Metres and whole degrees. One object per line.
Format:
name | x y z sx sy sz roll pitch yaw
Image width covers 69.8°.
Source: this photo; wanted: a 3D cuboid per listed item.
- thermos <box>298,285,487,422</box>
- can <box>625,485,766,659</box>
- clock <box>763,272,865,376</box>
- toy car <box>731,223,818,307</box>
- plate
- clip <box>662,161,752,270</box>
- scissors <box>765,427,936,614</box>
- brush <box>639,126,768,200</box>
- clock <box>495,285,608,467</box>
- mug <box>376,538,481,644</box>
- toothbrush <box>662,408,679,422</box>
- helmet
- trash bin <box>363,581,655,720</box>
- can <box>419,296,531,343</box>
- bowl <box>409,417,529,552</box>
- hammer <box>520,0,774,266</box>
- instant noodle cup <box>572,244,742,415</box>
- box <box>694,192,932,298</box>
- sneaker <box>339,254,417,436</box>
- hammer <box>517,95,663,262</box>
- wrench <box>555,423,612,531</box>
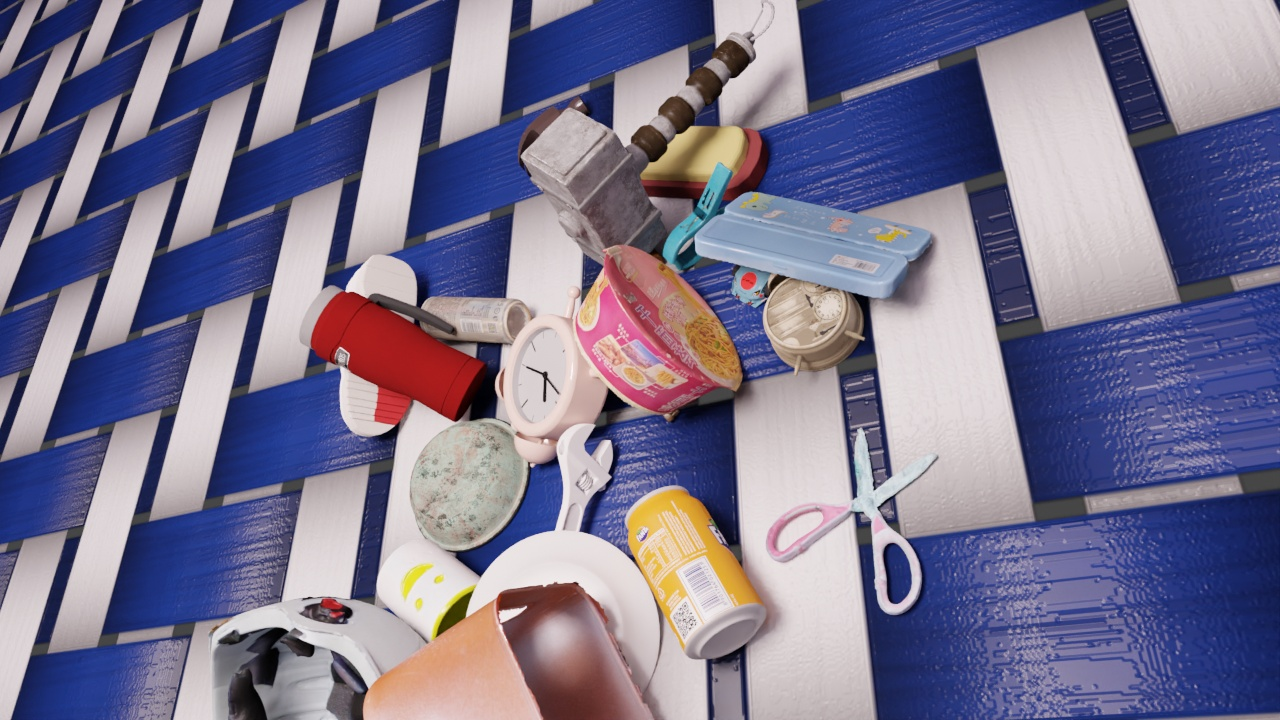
thermos | -0.277 -0.017 1.055 0.198 0.084 0.107 27 59 1
can | 0.046 0.187 0.814 0.079 0.079 0.142 -38 52 7
clock | 0.157 -0.057 0.893 0.093 0.054 0.140 -29 59 14
toy car | 0.135 -0.109 0.955 0.060 0.027 0.107 37 86 38
plate | -0.077 0.252 0.849 0.189 0.016 0.188 -3 75 11
clip | 0.078 -0.147 1.004 0.120 0.104 0.027 -46 47 9
scissors | 0.196 0.144 0.794 0.170 0.014 0.173 -35 51 5
brush | 0.060 -0.232 1.057 0.174 0.042 0.082 10 70 34
clock | -0.084 0.022 0.982 0.161 0.086 0.131 -46 49 24
mug | -0.205 0.240 0.931 0.106 0.082 0.082 25 79 38
toothbrush | -0.006 0.006 0.983 0.016 0.016 0.167 -42 52 5
helmet | -0.274 0.332 0.863 0.265 0.163 0.236 -5 91 31
trash bin | -0.082 0.326 0.721 0.157 0.181 0.259 -34 70 13
can | -0.198 -0.049 1.101 0.136 0.054 0.054 3 66 32
bowl | -0.199 0.130 1.014 0.158 0.038 0.157 -14 59 24
hammer | 0.032 -0.255 0.979 0.326 0.177 0.079 -47 56 -9
instant noodle cup | 0.009 -0.022 0.903 0.078 0.178 0.178 -43 50 24
box | 0.166 -0.121 0.897 0.209 0.021 0.125 19 46 29
sneaker | -0.345 -0.010 1.157 0.105 0.090 0.236 -25 60 44
hammer | -0.059 -0.212 1.124 0.115 0.033 0.322 -38 53 5
wrench | -0.079 0.194 0.900 0.018 0.066 0.273 -4 66 48
